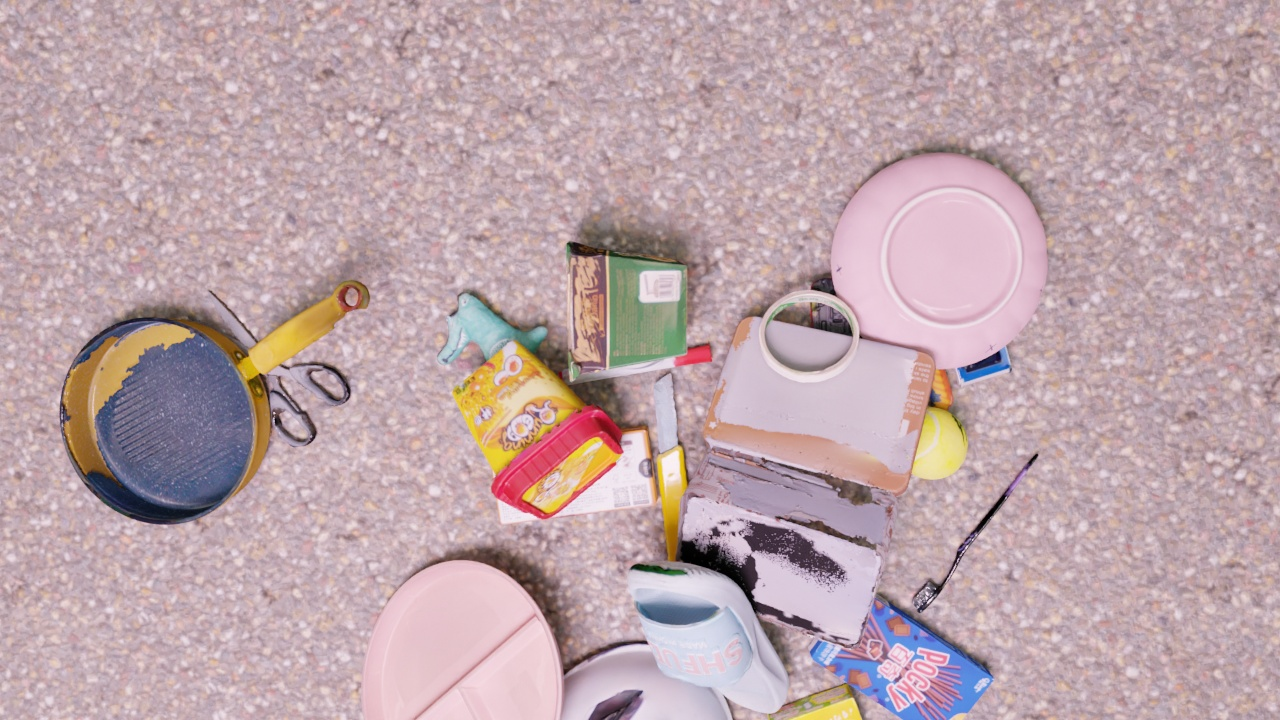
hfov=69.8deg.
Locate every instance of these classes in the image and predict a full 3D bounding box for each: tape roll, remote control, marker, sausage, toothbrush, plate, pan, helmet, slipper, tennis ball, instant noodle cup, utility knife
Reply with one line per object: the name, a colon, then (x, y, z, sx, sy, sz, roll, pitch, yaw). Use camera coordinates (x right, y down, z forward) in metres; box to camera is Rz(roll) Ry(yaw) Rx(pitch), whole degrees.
tape roll: (0.147, -0.022, 0.798, 0.086, 0.014, 0.085, -5, 62, 9)
remote control: (0.299, -0.041, 0.839, 0.049, 0.024, 0.125, -17, 95, 5)
marker: (-0.005, 0.005, 0.865, 0.145, 0.017, 0.017, -9, 97, 4)
sausage: (0.257, -0.026, 0.845, 0.021, 0.021, 0.165, -20, 96, 5)
toothbrush: (0.317, 0.163, 0.871, 0.017, 0.014, 0.189, 36, 98, 10)
plate: (-0.166, 0.304, 0.858, 0.230, 0.028, 0.229, -6, 77, 27)
pan: (-0.385, 0.020, 0.845, 0.358, 0.078, 0.197, -29, 93, 9)
helmet: (-0.020, 0.411, 0.854, 0.229, 0.145, 0.259, 30, 97, -2)
plate: (0.266, -0.088, 0.802, 0.192, 0.039, 0.192, 0, 92, 0)
slipper: (0.058, 0.257, 0.815, 0.104, 0.074, 0.245, 0, 137, 37)
tennis ball: (0.264, 0.075, 0.836, 0.065, 0.065, 0.065, 0, 97, 3)
instant noodle cup: (-0.095, 0.059, 0.815, 0.116, 0.116, 0.123, -40, 67, -2)
utility knife: (0.035, 0.121, 0.878, 0.033, 0.015, 0.223, -6, 99, 4)

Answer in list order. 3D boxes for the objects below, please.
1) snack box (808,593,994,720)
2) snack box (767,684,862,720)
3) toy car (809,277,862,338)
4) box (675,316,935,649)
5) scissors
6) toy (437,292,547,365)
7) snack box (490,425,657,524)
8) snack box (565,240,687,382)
snack box: (0.250, 0.292, 0.884, 0.157, 0.026, 0.084, 34, 97, -2)
snack box: (0.189, 0.398, 0.899, 0.087, 0.033, 0.140, -21, 94, 5)
toy car: (0.180, -0.023, 0.844, 0.049, 0.031, 0.106, -2, 96, 4)
box: (0.137, 0.104, 0.796, 0.180, 0.136, 0.269, 15, 98, 17)
scissors: (-0.361, 0.010, 0.886, 0.164, 0.014, 0.164, 0, 96, 3)
toy: (-0.147, -0.020, 0.864, 0.092, 0.030, 0.096, 42, 105, 2)
snack box: (-0.064, 0.109, 0.877, 0.154, 0.026, 0.075, -8, 96, 4)
snack box: (-0.011, -0.048, 0.811, 0.105, 0.117, 0.118, -2, 100, -2)
